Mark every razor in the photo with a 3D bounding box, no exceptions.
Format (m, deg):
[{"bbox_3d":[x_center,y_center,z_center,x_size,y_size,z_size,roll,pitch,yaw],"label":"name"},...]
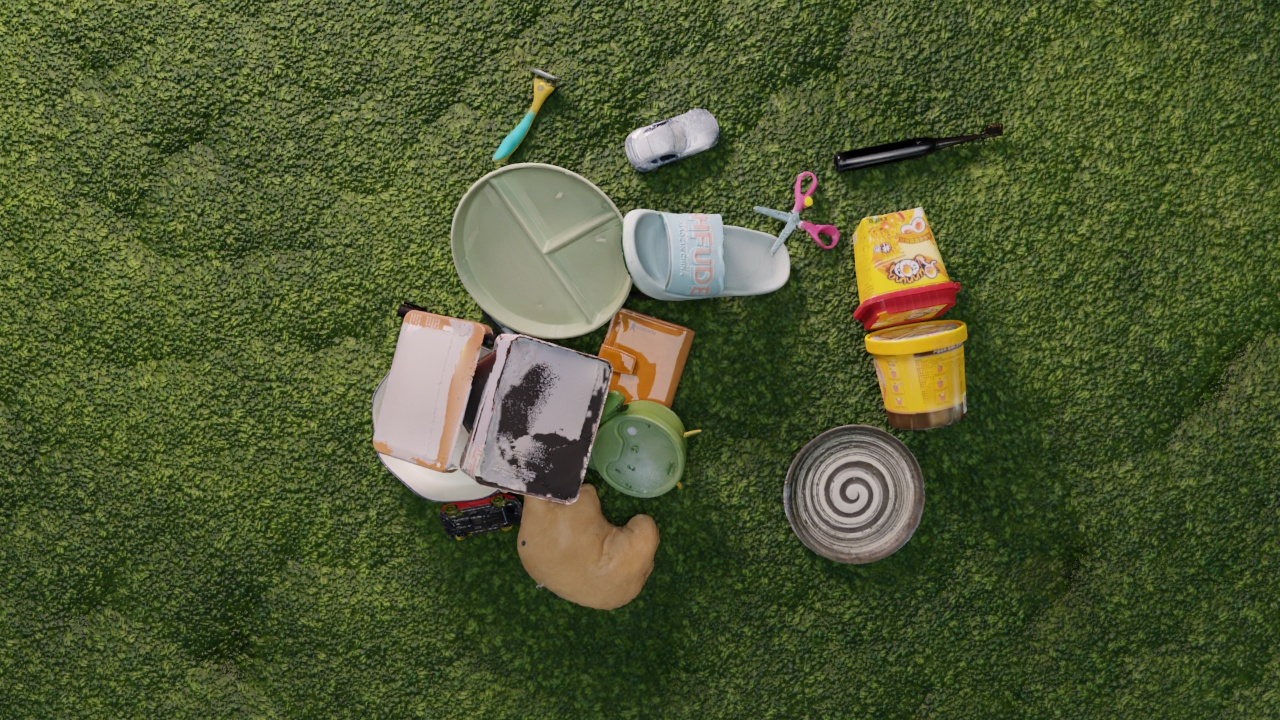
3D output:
[{"bbox_3d":[-0.148,-0.305,1.158,0.043,0.028,0.132,30,89,23],"label":"razor"}]

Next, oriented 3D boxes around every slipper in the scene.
[{"bbox_3d":[0.087,-0.123,1.092,0.245,0.074,0.104,2,86,-31],"label":"slipper"}]

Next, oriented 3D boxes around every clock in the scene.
[{"bbox_3d":[-0.013,0.100,1.127,0.161,0.056,0.116,20,120,7],"label":"clock"}]

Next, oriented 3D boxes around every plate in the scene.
[{"bbox_3d":[0.270,0.170,1.170,0.179,0.024,0.179,0,92,-1],"label":"plate"},{"bbox_3d":[-0.235,0.077,1.164,0.205,0.045,0.205,0,93,1],"label":"plate"},{"bbox_3d":[-0.117,-0.132,1.116,0.230,0.027,0.231,6,121,9],"label":"plate"}]

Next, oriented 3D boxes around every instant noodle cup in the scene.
[{"bbox_3d":[0.315,-0.112,1.121,0.116,0.116,0.123,-10,80,2],"label":"instant noodle cup"},{"bbox_3d":[0.343,0.018,1.120,0.118,0.118,0.114,-12,99,1],"label":"instant noodle cup"}]

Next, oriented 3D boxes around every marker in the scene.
[{"bbox_3d":[-0.245,-0.046,1.174,0.132,0.020,0.022,18,67,1],"label":"marker"},{"bbox_3d":[-0.155,-0.026,1.174,0.124,0.015,0.018,41,85,2],"label":"marker"}]

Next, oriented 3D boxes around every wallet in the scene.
[{"bbox_3d":[-0.172,0.037,1.130,0.122,0.020,0.096,-31,91,-2],"label":"wallet"},{"bbox_3d":[-0.007,0.007,1.152,0.119,0.035,0.131,18,97,3],"label":"wallet"}]

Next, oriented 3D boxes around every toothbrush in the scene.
[{"bbox_3d":[0.350,-0.269,1.151,0.212,0.026,0.027,-11,130,1],"label":"toothbrush"}]

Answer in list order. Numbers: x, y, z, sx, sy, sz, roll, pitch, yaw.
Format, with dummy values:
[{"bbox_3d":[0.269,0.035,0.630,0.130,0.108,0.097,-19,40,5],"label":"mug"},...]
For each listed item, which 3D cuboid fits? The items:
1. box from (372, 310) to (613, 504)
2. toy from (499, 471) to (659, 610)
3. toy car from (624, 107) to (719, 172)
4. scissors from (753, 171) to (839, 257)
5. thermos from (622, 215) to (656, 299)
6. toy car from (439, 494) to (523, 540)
[{"bbox_3d":[-0.177,0.052,1.065,0.271,0.132,0.179,15,87,5],"label":"box"},{"bbox_3d":[-0.088,0.221,1.135,0.226,0.083,0.143,30,79,-12],"label":"toy"},{"bbox_3d":[0.040,-0.277,1.153,0.120,0.037,0.054,-20,91,-1],"label":"toy car"},{"bbox_3d":[0.199,-0.172,1.142,0.131,0.017,0.133,42,66,-18],"label":"scissors"},{"bbox_3d":[-0.069,-0.152,1.144,0.242,0.068,0.090,24,106,0],"label":"thermos"},{"bbox_3d":[-0.201,0.197,1.171,0.106,0.031,0.049,-11,120,4],"label":"toy car"}]
